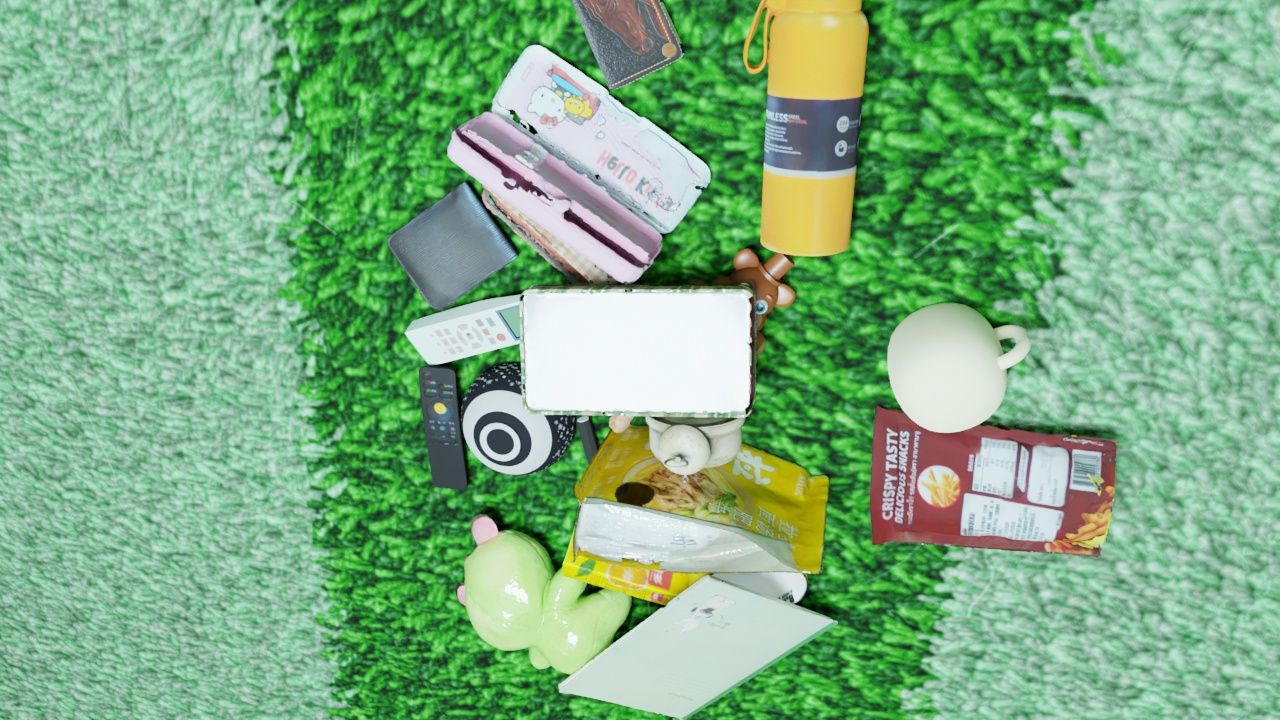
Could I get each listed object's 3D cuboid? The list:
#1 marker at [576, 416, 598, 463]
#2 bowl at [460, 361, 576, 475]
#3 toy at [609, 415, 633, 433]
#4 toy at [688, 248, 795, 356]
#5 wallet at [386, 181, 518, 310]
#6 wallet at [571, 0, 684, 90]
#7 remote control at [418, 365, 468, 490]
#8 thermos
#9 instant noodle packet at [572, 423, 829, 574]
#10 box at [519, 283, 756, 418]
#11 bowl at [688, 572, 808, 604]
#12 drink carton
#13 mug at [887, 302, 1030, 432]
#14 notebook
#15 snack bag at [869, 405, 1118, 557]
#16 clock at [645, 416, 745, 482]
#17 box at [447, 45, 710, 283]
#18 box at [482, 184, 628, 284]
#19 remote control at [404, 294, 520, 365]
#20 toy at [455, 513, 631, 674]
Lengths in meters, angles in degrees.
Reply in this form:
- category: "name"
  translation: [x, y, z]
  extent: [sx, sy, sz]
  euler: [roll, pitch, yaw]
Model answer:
- category: "marker"
  translation: [-0.044, 0.116, 0.958]
  extent: [0.021, 0.017, 0.124]
  euler: [19, 128, 57]
- category: "bowl"
  translation: [-0.131, 0.068, 0.934]
  extent: [0.120, 0.066, 0.120]
  euler: [5, 114, 12]
- category: "toy"
  translation: [-0.005, 0.005, 0.871]
  extent: [0.106, 0.074, 0.085]
  euler: [-36, 100, 10]
- category: "toy"
  translation: [0.088, -0.046, 0.831]
  extent: [0.095, 0.065, 0.128]
  euler: [41, 111, -11]
- category: "wallet"
  translation: [-0.186, -0.108, 0.895]
  extent: [0.115, 0.026, 0.089]
  euler: [-31, 101, 24]
- category: "wallet"
  translation: [-0.019, -0.299, 0.772]
  extent: [0.072, 0.019, 0.123]
  euler: [-21, 106, 17]
- category: "remote control"
  translation: [-0.207, 0.072, 0.973]
  extent: [0.041, 0.020, 0.152]
  euler: [5, 120, 9]
- category: "thermos"
  translation: [0.133, -0.204, 0.737]
  extent: [0.091, 0.076, 0.233]
  euler: [-10, 116, -20]
- category: "instant noodle packet"
  translation: [0.063, 0.131, 0.858]
  extent: [0.222, 0.162, 0.084]
  euler: [7, 113, 11]
- category: "box"
  translation: [-0.002, -0.010, 0.800]
  extent: [0.205, 0.051, 0.118]
  euler: [-1, 98, 6]
- category: "bowl"
  translation: [0.104, 0.205, 0.922]
  extent: [0.117, 0.067, 0.117]
  euler: [-4, 136, -4]
- category: "drink carton"
  translation: [-0.010, 0.213, 0.959]
  extent: [0.134, 0.058, 0.043]
  euler: [15, 148, 2]
- category: "mug"
  translation: [0.273, 0.006, 0.783]
  extent: [0.120, 0.099, 0.096]
  euler: [-25, 105, 23]
- category: "notebook"
  translation: [0.058, 0.310, 0.965]
  extent: [0.181, 0.010, 0.253]
  euler: [25, 127, -30]
- category: "snack bag"
  translation: [0.318, 0.118, 0.844]
  extent: [0.208, 0.066, 0.139]
  euler: [3, 108, 16]
- category: "clock"
  translation: [0.046, 0.073, 0.834]
  extent: [0.093, 0.140, 0.055]
  euler: [3, 109, 15]
- category: "box"
  translation: [-0.056, -0.166, 0.809]
  extent: [0.201, 0.146, 0.077]
  euler: [36, 157, -3]
- category: "box"
  translation: [-0.072, -0.104, 0.850]
  extent: [0.187, 0.082, 0.041]
  euler: [42, 90, -4]
- category: "remote control"
  translation: [-0.166, -0.033, 0.918]
  extent: [0.144, 0.024, 0.049]
  euler: [-13, 130, 20]
- category: "toy"
  translation: [-0.113, 0.269, 1.001]
  extent: [0.197, 0.107, 0.150]
  euler: [19, 117, -4]
